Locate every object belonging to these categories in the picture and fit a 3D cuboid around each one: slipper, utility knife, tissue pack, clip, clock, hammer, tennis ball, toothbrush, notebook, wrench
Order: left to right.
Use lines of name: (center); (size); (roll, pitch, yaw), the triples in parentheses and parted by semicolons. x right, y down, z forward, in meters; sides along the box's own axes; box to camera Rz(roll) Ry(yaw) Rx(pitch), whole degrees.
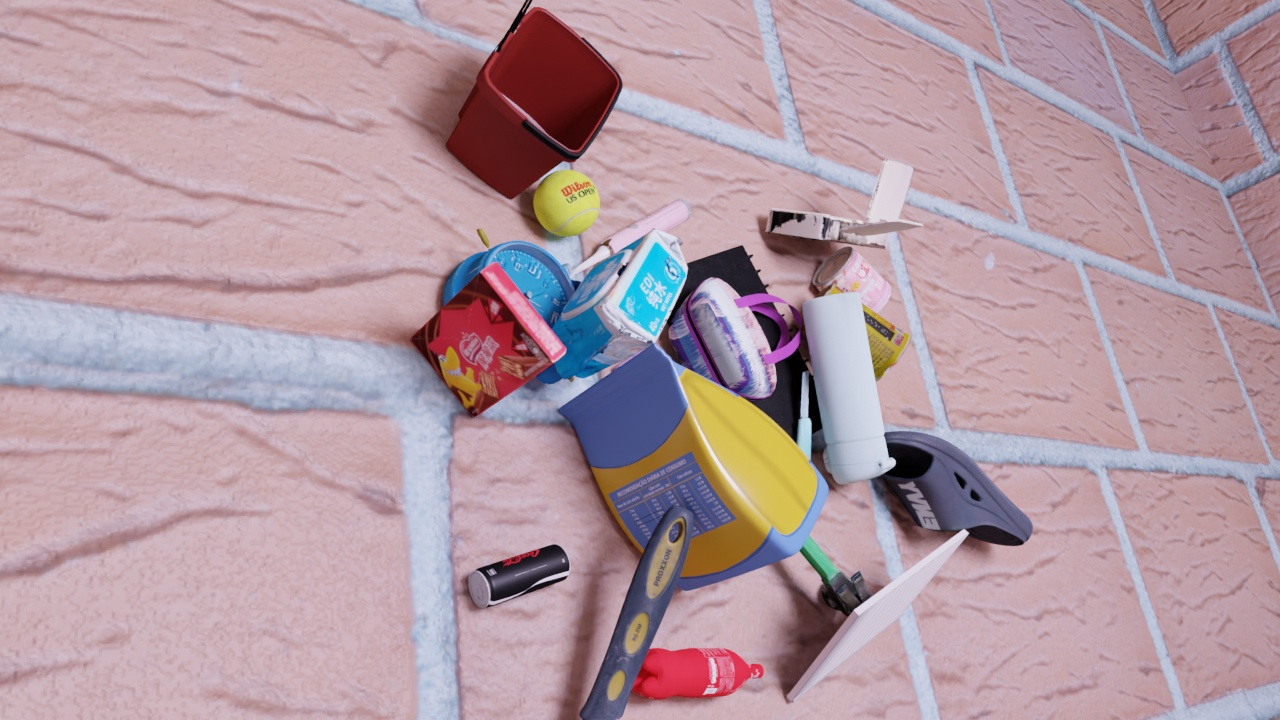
clock: (-0.099, -0.043, 0.831); (0.161, 0.060, 0.116); (30, 51, -27)
tennis ball: (-0.073, -0.155, 0.906); (0.065, 0.065, 0.065); (18, 58, -32)
tissue pack: (-0.020, -0.050, 0.798); (0.061, 0.093, 0.144); (46, 45, -21)
wrench: (-0.017, 0.242, 0.720); (0.073, 0.022, 0.273); (25, 74, -6)
toothbrush: (-0.017, -0.124, 0.962); (0.221, 0.027, 0.026); (-36, 121, -44)
clip: (-0.006, 0.004, 0.917); (0.036, 0.013, 0.052); (54, 44, -6)
notebook: (0.118, -0.010, 1.022); (0.168, 0.019, 0.231); (-23, 84, -42)
hammer: (0.117, 0.125, 0.909); (0.032, 0.130, 0.318); (-39, 86, -6)
utility knife: (0.179, 0.087, 1.000); (0.022, 0.015, 0.158); (13, 75, -31)
notebook: (0.237, 0.251, 0.908); (0.209, 0.143, 0.009); (-17, 52, -43)
slipper: (0.356, 0.171, 1.077); (0.268, 0.111, 0.083); (36, 66, -26)

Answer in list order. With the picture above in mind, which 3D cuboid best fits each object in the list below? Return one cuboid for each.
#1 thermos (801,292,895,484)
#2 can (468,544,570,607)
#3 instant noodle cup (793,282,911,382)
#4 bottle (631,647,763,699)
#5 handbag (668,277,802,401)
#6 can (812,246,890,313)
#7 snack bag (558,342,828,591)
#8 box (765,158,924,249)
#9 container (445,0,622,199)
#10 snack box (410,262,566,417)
thermos: (0.226, 0.032, 1.012); (0.065, 0.078, 0.207); (-5, 85, -49)
can: (-0.097, 0.173, 0.741); (0.080, 0.032, 0.031); (-10, 75, -42)
instant noodle cup: (0.245, -0.031, 1.092); (0.112, 0.101, 0.100); (42, 47, -1)
bottle: (0.053, 0.274, 0.806); (0.141, 0.042, 0.041); (12, 61, -35)
handbag: (0.117, -0.027, 0.981); (0.169, 0.068, 0.144); (-19, 81, -48)
can: (0.265, -0.094, 1.150); (0.076, 0.067, 0.067); (42, 48, -15)
snack bag: (0.037, 0.090, 0.806); (0.205, 0.159, 0.102); (47, 47, -8)
box: (0.260, -0.186, 1.109); (0.144, 0.187, 0.101); (-1, 88, -45)
container: (-0.085, -0.260, 0.854); (0.127, 0.201, 0.147); (38, 49, -18)
snack box: (-0.126, -0.013, 0.742); (0.089, 0.133, 0.021); (52, 47, -5)
